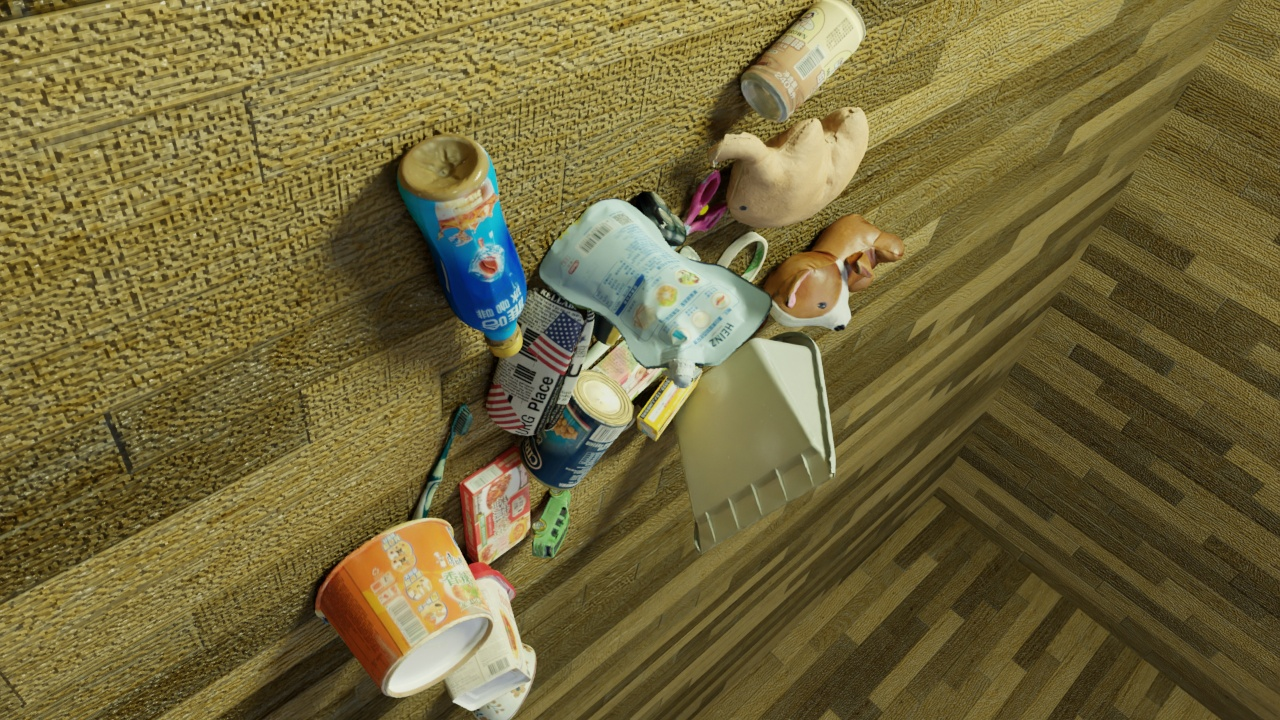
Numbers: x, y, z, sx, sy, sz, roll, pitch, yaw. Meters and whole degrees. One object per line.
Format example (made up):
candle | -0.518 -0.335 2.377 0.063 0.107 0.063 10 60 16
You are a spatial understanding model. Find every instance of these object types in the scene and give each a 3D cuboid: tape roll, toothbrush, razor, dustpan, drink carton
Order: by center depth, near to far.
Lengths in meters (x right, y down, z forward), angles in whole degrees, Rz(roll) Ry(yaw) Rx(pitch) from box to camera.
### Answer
razor | -0.007 -0.081 0.882 0.067 0.062 0.168 6 132 -24
toothbrush | -0.198 0.120 0.888 0.016 0.018 0.192 -12 135 -52
toothbrush | -0.009 -0.047 0.963 0.189 0.020 0.029 -45 123 -7
drink carton | -0.006 0.006 1.006 0.122 0.045 0.054 -40 152 -19
tape roll | 0.116 -0.111 1.078 0.085 0.014 0.086 -37 152 -24
dustpan | 0.153 0.081 1.157 0.142 0.257 0.223 9 142 -44

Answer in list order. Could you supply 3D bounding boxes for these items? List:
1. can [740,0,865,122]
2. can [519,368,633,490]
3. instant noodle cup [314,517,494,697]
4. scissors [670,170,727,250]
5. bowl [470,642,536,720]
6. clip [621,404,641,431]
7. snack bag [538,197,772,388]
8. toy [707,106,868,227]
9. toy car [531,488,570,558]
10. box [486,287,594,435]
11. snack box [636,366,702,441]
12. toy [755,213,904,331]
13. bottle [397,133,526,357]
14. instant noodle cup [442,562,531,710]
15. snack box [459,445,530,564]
can | 0.151 -0.280 0.855 0.116 0.058 0.058 -46 154 -9
can | -0.066 0.071 0.940 0.075 0.075 0.111 -13 148 -51
instant noodle cup | -0.221 0.244 0.891 0.151 0.111 0.152 -32 152 -20
scissors | 0.048 -0.132 0.940 0.134 0.017 0.113 -56 159 10
bowl | -0.197 0.422 1.223 0.062 0.113 0.113 35 96 -21
clip | -0.042 0.080 1.065 0.100 0.034 0.071 -51 156 13
snack bag | 0.008 -0.060 0.774 0.110 0.191 0.039 -42 152 -16
toy | 0.142 -0.191 0.931 0.225 0.082 0.144 -22 147 -43
toy car | -0.104 0.191 1.087 0.043 0.036 0.091 94 12 -50
box | -0.097 0.000 0.852 0.087 0.076 0.163 2 130 -32
snack box | 0.032 0.048 1.082 0.087 0.034 0.140 -53 176 -8
toy | 0.236 -0.099 1.176 0.199 0.130 0.140 -27 166 -26
bottle | -0.124 -0.072 0.695 0.065 0.065 0.219 -40 154 -19
instant noodle cup | -0.185 0.307 1.012 0.116 0.124 0.116 -26 150 -6
snack box | -0.156 0.163 1.001 0.075 0.025 0.153 -33 149 -30
